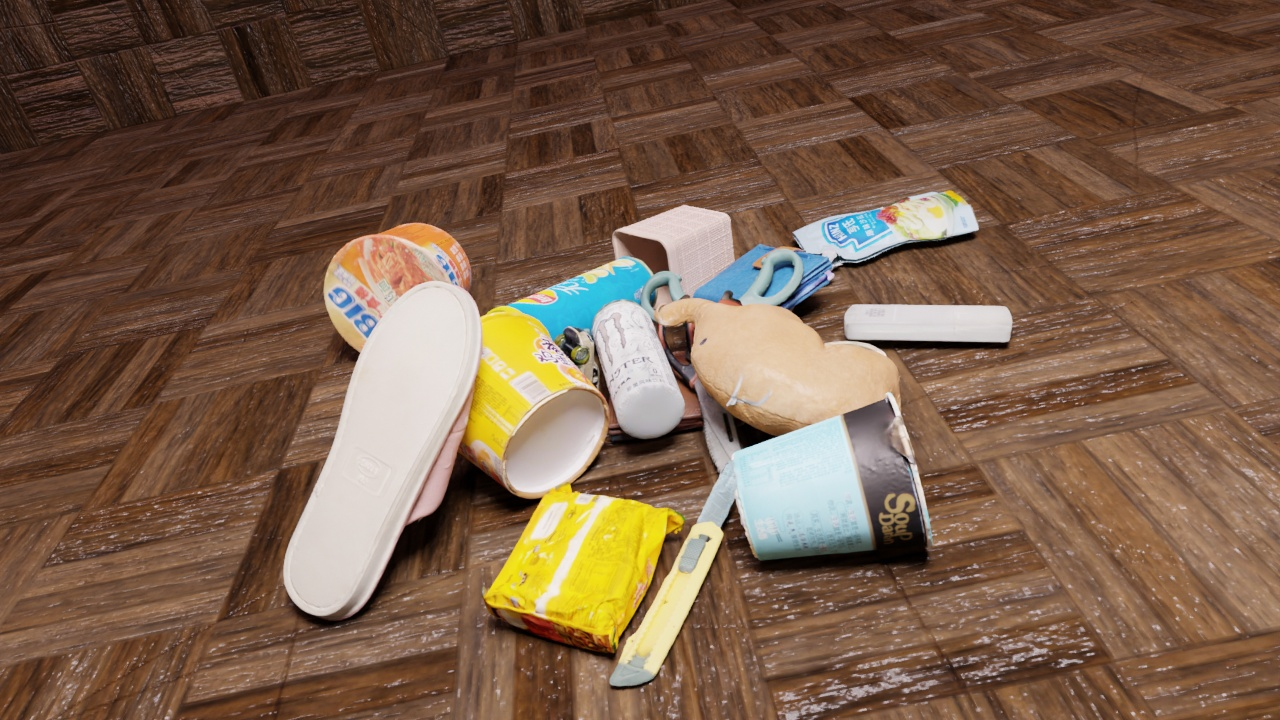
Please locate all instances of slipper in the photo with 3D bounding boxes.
[{"bbox_3d":[-0.192,0.069,0.717,0.114,0.054,0.274,16,81,27],"label":"slipper"}]

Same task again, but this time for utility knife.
[{"bbox_3d":[0.035,0.146,0.657,0.031,0.022,0.218,12,35,21],"label":"utility knife"}]

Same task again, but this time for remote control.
[{"bbox_3d":[0.269,-0.034,0.865,0.150,0.021,0.058,1,23,18],"label":"remote control"}]

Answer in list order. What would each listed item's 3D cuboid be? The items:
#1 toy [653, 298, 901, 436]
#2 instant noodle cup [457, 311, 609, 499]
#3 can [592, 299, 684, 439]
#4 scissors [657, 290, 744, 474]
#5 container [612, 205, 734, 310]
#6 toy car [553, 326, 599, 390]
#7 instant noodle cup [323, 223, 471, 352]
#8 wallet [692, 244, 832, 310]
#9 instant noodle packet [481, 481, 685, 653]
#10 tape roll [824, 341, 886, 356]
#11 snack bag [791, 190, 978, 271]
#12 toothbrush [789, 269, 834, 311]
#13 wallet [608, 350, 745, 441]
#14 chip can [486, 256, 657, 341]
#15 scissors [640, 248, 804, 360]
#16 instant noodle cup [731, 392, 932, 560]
[{"bbox_3d":[0.104,0.002,0.754,0.226,0.083,0.143,27,29,14],"label":"toy"},{"bbox_3d":[-0.100,0.042,0.774,0.137,0.138,0.110,-30,47,-28],"label":"instant noodle cup"},{"bbox_3d":[-0.005,0.005,0.814,0.058,0.058,0.146,-14,36,-4],"label":"can"},{"bbox_3d":[0.074,0.015,0.806,0.207,0.015,0.192,30,64,37],"label":"scissors"},{"bbox_3d":[0.042,-0.119,1.038,0.110,0.090,0.090,-30,34,-34],"label":"container"},{"bbox_3d":[-0.058,0.012,0.848,0.035,0.090,0.042,-12,26,-32],"label":"toy car"},{"bbox_3d":[-0.266,-0.085,1.046,0.151,0.151,0.111,-6,22,11],"label":"instant noodle cup"},{"bbox_3d":[0.126,-0.081,0.962,0.106,0.040,0.133,-35,25,-14],"label":"wallet"},{"bbox_3d":[-0.040,0.145,0.661,0.111,0.044,0.128,10,40,22],"label":"instant noodle packet"},{"bbox_3d":[0.183,0.009,0.839,0.086,0.014,0.085,-10,30,5],"label":"tape roll"},{"bbox_3d":[0.277,-0.151,1.055,0.191,0.039,0.110,-14,41,-1],"label":"snack bag"},{"bbox_3d":[0.143,-0.049,0.947,0.029,0.021,0.188,30,49,25],"label":"toothbrush"},{"bbox_3d":[0.031,0.032,0.843,0.124,0.032,0.101,-9,33,7],"label":"wallet"},{"bbox_3d":[-0.066,-0.048,0.930,0.071,0.071,0.209,9,24,33],"label":"chip can"},{"bbox_3d":[0.070,-0.064,0.913,0.180,0.019,0.169,19,55,38],"label":"scissors"},{"bbox_3d":[0.129,0.088,0.643,0.120,0.111,0.111,-14,29,10],"label":"instant noodle cup"}]
